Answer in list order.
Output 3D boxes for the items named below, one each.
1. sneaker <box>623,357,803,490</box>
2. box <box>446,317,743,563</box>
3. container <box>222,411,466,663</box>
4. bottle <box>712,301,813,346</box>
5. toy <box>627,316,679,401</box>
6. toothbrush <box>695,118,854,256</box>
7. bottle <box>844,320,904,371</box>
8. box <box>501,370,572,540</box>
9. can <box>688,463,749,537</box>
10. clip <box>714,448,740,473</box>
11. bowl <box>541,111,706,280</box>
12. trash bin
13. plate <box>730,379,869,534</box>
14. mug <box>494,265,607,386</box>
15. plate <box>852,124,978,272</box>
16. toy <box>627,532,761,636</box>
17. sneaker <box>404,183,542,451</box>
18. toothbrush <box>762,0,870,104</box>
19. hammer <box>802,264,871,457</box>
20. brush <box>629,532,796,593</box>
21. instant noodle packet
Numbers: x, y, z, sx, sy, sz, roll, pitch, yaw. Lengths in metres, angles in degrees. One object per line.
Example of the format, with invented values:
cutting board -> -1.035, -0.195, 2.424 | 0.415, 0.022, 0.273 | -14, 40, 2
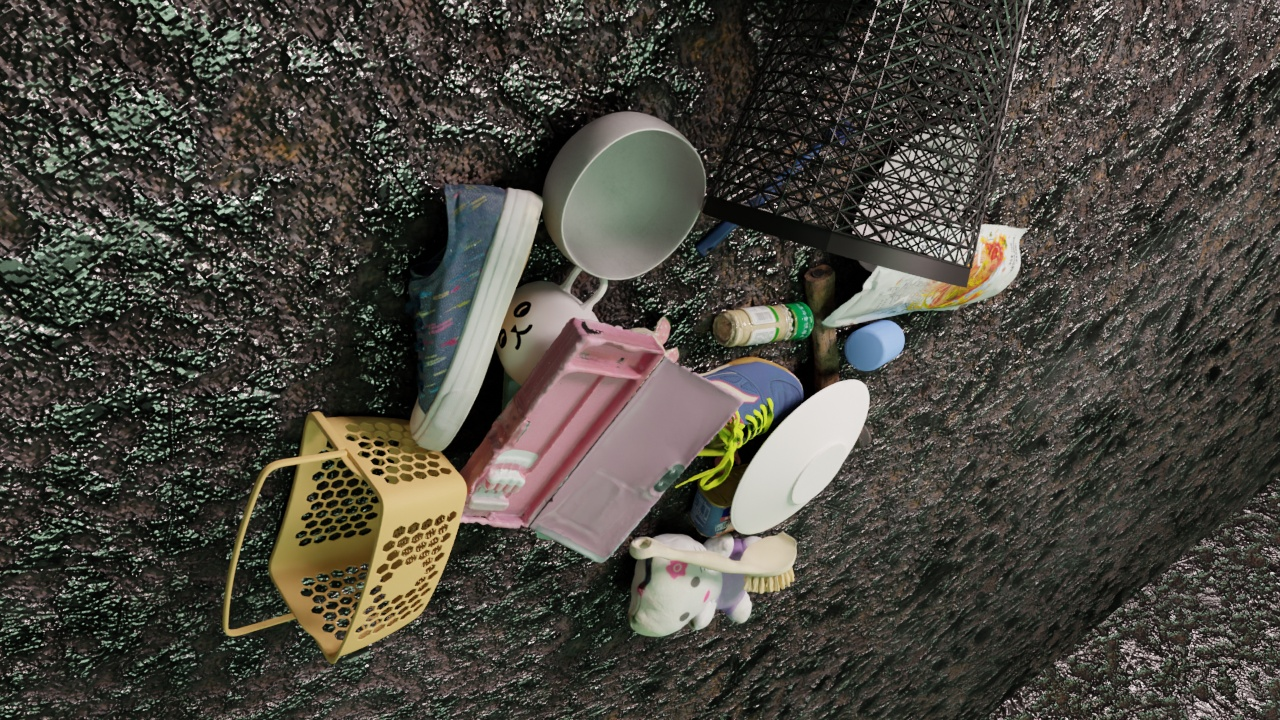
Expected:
sneaker -> 0.096, 0.067, 0.983 | 0.241, 0.091, 0.116 | -7, 126, -35
box -> -0.047, 0.073, 0.797 | 0.180, 0.055, 0.233 | 23, 121, -30
container -> -0.252, 0.148, 0.758 | 0.166, 0.129, 0.184 | -5, 128, -46
bottle -> 0.128, -0.037, 0.954 | 0.109, 0.042, 0.043 | -8, 129, -32
toy -> -0.005, 0.005, 0.888 | 0.112, 0.050, 0.087 | -28, 138, -23
toothbrush -> 0.128, -0.162, 0.864 | 0.190, 0.017, 0.016 | -41, 139, -1
bottle -> 0.279, -0.022, 1.065 | 0.131, 0.048, 0.048 | -18, 139, -58
box -> -0.103, 0.077, 0.888 | 0.077, 0.079, 0.189 | -59, 162, -50
can -> 0.111, 0.170, 1.113 | 0.099, 0.054, 0.059 | -12, 132, -30
clip -> 0.098, 0.107, 1.074 | 0.035, 0.022, 0.058 | -24, 131, -16
bowl -> -0.019, -0.137, 0.736 | 0.131, 0.064, 0.132 | -21, 135, -23
trash bin -> 0.186, -0.205, 0.715 | 0.216, 0.217, 0.243 | 5, 105, -41
plate -> 0.200, 0.125, 1.081 | 0.228, 0.030, 0.230 | -30, 143, -26
mug -> -0.068, -0.031, 0.781 | 0.090, 0.076, 0.124 | 25, 108, -47
plate -> 0.289, -0.172, 0.978 | 0.172, 0.019, 0.173 | -21, 135, -22
toy -> 0.069, 0.268, 1.141 | 0.209, 0.085, 0.138 | 7, 106, -44
sneaker -> -0.151, -0.036, 0.727 | 0.079, 0.087, 0.236 | 18, 115, -15
toothbrush -> 0.174, -0.291, 0.791 | 0.188, 0.014, 0.017 | -45, 132, 3
hammer -> 0.213, 0.022, 1.082 | 0.120, 0.033, 0.331 | -30, 137, -12
brush -> 0.088, 0.228, 1.055 | 0.271, 0.062, 0.077 | 15, 85, -43
instant noodle packet -> 0.328, -0.094, 1.024 | 0.268, 0.057, 0.147 | -9, 142, -42
